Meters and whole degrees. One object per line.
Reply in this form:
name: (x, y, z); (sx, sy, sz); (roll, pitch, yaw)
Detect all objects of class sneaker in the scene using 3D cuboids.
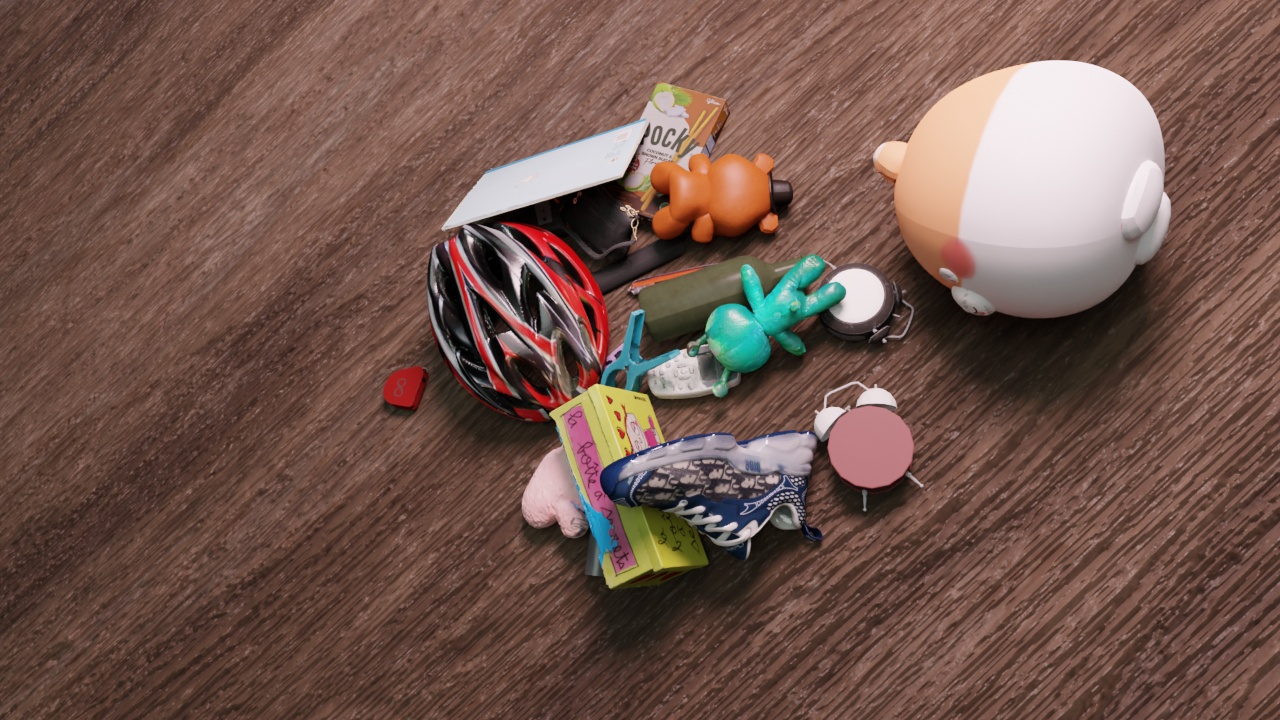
sneaker: (0.085, 0.149, 0.980); (0.103, 0.269, 0.132); (-24, 70, 56)

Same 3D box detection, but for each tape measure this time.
tape measure: (-0.315, 0.035, 1.230); (0.051, 0.019, 0.059); (9, 69, 20)
tape measure: (-0.124, -0.193, 1.234); (0.058, 0.038, 0.058); (-12, 71, 12)

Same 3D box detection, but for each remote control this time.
remote control: (-0.012, -0.124, 1.192); (0.147, 0.015, 0.033); (-26, 68, 7)
remote control: (0.065, 0.015, 1.121); (0.114, 0.028, 0.060); (-10, 71, 12)

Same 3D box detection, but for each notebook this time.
notebook: (-0.120, -0.241, 1.186); (0.254, 0.009, 0.180); (-12, 32, 22)

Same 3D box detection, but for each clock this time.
clock: (0.258, -0.069, 1.082); (0.123, 0.044, 0.091); (20, 80, 21)
clock: (0.255, 0.091, 1.032); (0.096, 0.048, 0.137); (-25, 68, 8)

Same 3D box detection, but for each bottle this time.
bottle: (0.104, -0.084, 1.117); (0.207, 0.071, 0.071); (-17, 69, 10)
bottle: (-0.045, 0.200, 1.095); (0.030, 0.030, 0.112); (3, 74, 17)

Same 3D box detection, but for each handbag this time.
handbag: (-0.052, -0.186, 1.176); (0.128, 0.054, 0.079); (45, 131, 22)

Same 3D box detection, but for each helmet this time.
helmet: (-0.158, -0.050, 1.148); (0.218, 0.166, 0.272); (-34, 80, 13)

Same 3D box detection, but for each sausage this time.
sausage: (0.056, -0.106, 1.166); (0.155, 0.020, 0.020); (-11, 71, 13)

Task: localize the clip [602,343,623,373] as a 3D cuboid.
clip: (-0.029, 0.003, 1.161); (0.045, 0.014, 0.051); (31, 81, 19)

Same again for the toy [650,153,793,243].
toy: (0.100, -0.204, 1.140); (0.176, 0.096, 0.112); (-2, 87, 11)

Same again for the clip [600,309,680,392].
clip: (-0.015, -0.003, 1.116); (0.103, 0.027, 0.120); (49, 127, 21)

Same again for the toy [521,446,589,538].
toy: (-0.091, 0.162, 1.101); (0.105, 0.053, 0.108); (35, 88, 37)

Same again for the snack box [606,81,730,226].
snack box: (0.033, -0.271, 1.216); (0.101, 0.031, 0.186); (22, 81, 21)

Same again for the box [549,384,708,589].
box: (-0.011, 0.145, 1.048); (0.080, 0.124, 0.220); (-32, 65, 22)

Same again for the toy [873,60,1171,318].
toy: (0.395, -0.173, 0.963); (0.281, 0.262, 0.265); (18, 86, 38)

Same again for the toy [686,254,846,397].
toy: (0.142, -0.044, 1.058); (0.194, 0.072, 0.130); (-36, 104, 14)
